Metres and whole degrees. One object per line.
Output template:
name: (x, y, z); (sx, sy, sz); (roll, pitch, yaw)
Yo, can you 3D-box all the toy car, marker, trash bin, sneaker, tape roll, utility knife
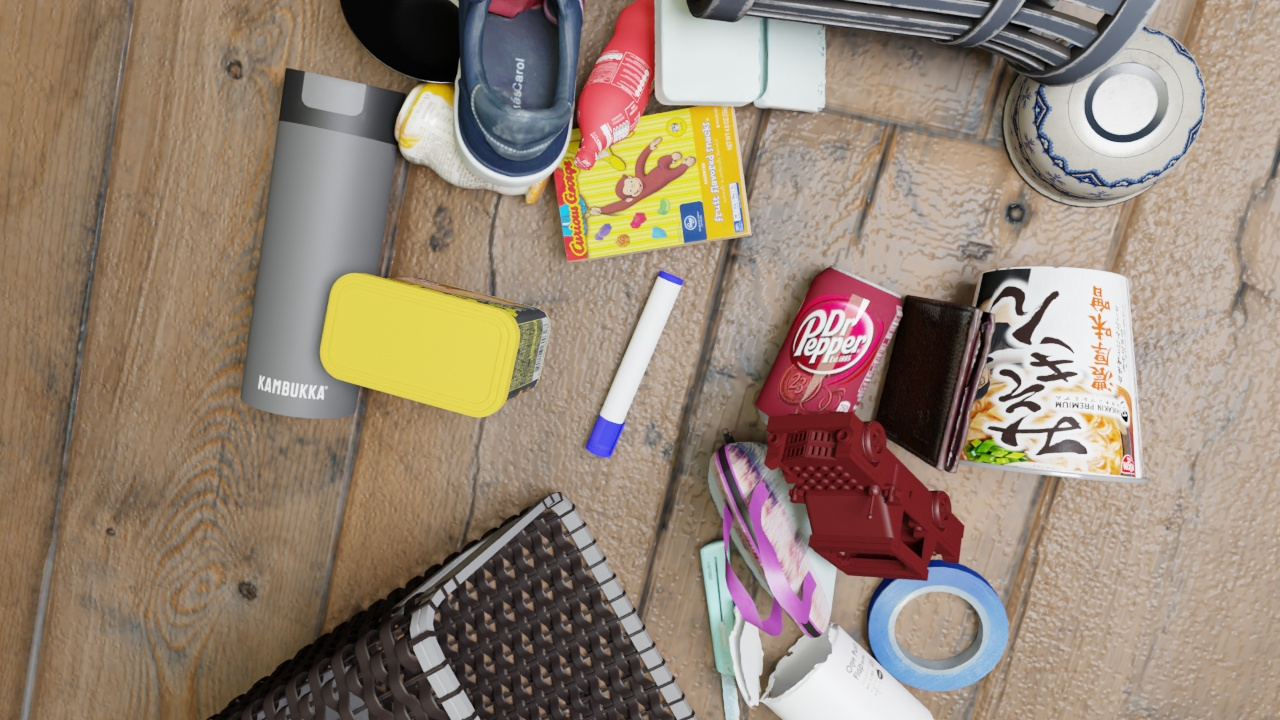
toy car: (0.141, 0.093, 0.574); (0.070, 0.169, 0.061); (-7, 56, 40)
marker: (-0.004, 0.004, 0.667); (0.020, 0.020, 0.141); (24, 100, 7)
trash bin: (0.144, -0.247, 0.500); (0.227, 0.164, 0.164); (3, 97, -11)
sneaker: (-0.076, -0.266, 0.568); (0.120, 0.127, 0.294); (2, 81, -16)
tape roll: (0.209, 0.187, 0.649); (0.093, 0.016, 0.091); (18, 99, 8)
utility knife: (0.064, 0.214, 0.683); (0.022, 0.015, 0.168); (-5, 99, 10)

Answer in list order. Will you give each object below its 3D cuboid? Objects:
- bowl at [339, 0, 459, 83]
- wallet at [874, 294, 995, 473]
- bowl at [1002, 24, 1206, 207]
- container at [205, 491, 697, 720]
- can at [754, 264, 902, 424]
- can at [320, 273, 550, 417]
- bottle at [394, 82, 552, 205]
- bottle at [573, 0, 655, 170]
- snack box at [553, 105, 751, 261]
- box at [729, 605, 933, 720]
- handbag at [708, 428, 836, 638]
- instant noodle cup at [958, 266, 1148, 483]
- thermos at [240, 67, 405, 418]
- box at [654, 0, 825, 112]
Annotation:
bowl: (-0.144, -0.242, 0.639); (0.124, 0.053, 0.124); (2, 83, -15)
wallet: (0.182, 0.010, 0.582); (0.031, 0.120, 0.099); (11, 98, -5)
bowl: (0.293, -0.156, 0.573); (0.115, 0.059, 0.115); (1, 96, 10)
container: (-0.127, 0.274, 0.609); (0.244, 0.247, 0.245); (-30, 90, 15)
can: (0.127, -0.002, 0.619); (0.063, 0.063, 0.114); (25, 100, 7)
can: (-0.138, -0.015, 0.648); (0.131, 0.101, 0.072); (15, 98, 9)
bottle: (-0.115, -0.151, 0.649); (0.109, 0.063, 0.063); (27, 100, -5)
bottle: (-0.013, -0.182, 0.603); (0.042, 0.042, 0.141); (18, 65, 8)
snack box: (0.008, -0.122, 0.639); (0.126, 0.040, 0.088); (-7, 95, 11)
box: (0.121, 0.228, 0.639); (0.161, 0.081, 0.092); (46, 122, 2)
handbag: (0.081, 0.120, 0.587); (0.068, 0.169, 0.144); (-28, 91, 12)
instant noodle cup: (0.253, 0.008, 0.576); (0.124, 0.123, 0.121); (5, 88, 10)
thermos: (-0.231, -0.084, 0.667); (0.082, 0.082, 0.240); (13, 98, 9)
box: (0.069, -0.261, 0.579); (0.135, 0.043, 0.197); (-4, 100, -26)
